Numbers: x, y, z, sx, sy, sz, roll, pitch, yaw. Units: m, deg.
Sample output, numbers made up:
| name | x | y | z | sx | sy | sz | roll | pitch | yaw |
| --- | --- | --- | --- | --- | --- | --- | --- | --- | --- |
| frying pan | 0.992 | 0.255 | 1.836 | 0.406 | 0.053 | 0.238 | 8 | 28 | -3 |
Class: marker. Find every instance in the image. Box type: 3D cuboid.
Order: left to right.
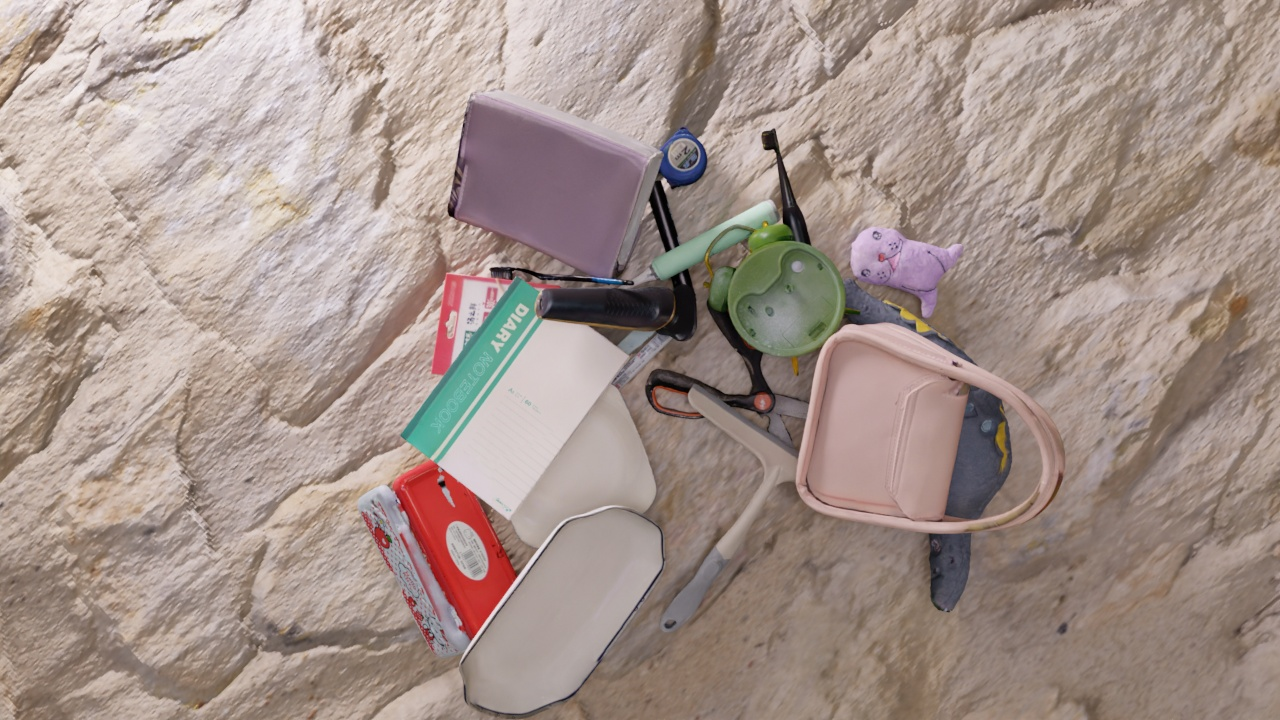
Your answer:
| name | x | y | z | sx | sy | sz | roll | pitch | yaw |
| --- | --- | --- | --- | --- | --- | --- | --- | --- | --- |
| marker | -0.006 | 0.006 | 0.998 | 0.145 | 0.017 | 0.017 | -45 | 87 | 3 |
| marker | 0.031 | -0.130 | 0.993 | 0.022 | 0.020 | 0.132 | -17 | 89 | -16 |

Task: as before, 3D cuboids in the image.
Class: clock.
| name | x | y | z | sx | sy | sz | roll | pitch | yaw |
| --- | --- | --- | --- | --- | --- | --- | --- | --- | --- |
| clock | 0.136 | -0.072 | 0.941 | 0.116 | 0.056 | 0.161 | -45 | 85 | 4 |

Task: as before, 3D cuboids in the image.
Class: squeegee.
| name | x | y | z | sx | sy | sz | roll | pitch | yaw |
| --- | --- | --- | --- | --- | --- | --- | --- | --- | --- |
| squeegee | 0.091 | 0.193 | 0.972 | 0.246 | 0.039 | 0.247 | 34 | 96 | -2 |

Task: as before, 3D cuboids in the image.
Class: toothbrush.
| name | x | y | z | sx | sy | sz | roll | pitch | yaw |
| --- | --- | --- | --- | --- | --- | --- | --- | --- | --- |
| toothbrush | -0.087 | -0.086 | 0.968 | 0.190 | 0.014 | 0.016 | 8 | 92 | 31 |
| toothbrush | 0.045 | -0.109 | 0.969 | 0.224 | 0.027 | 0.026 | -28 | 82 | -2 |
| toothbrush | 0.163 | -0.145 | 0.979 | 0.027 | 0.026 | 0.212 | -14 | 88 | -7 |

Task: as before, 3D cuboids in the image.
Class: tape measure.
| name | x | y | z | sx | sy | sz | roll | pitch | yaw |
| --- | --- | --- | --- | --- | --- | --- | --- | --- | --- |
| tape measure | 0.044 | -0.215 | 0.990 | 0.054 | 0.025 | 0.058 | 44 | 94 | 2 |

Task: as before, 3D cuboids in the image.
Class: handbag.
| name | x | y | z | sx | sy | sz | roll | pitch | yaw |
| --- | --- | --- | --- | --- | --- | --- | --- | --- | --- |
| handbag | -0.091 | -0.184 | 0.963 | 0.197 | 0.098 | 0.145 | 22 | 110 | 5 |
| handbag | 0.273 | 0.076 | 0.865 | 0.234 | 0.093 | 0.193 | 17 | 110 | 36 |

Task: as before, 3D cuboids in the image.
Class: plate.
| name | x | y | z | sx | sy | sz | roll | pitch | yaw |
| --- | --- | --- | --- | --- | --- | --- | --- | --- | --- |
| plate | -0.083 | 0.259 | 0.963 | 0.162 | 0.034 | 0.266 | 32 | 95 | -38 |
| plate | -0.076 | 0.108 | 0.984 | 0.163 | 0.034 | 0.164 | -20 | 100 | 2 |

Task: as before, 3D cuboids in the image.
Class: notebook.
| name | x | y | z | sx | sy | sz | roll | pitch | yaw |
| --- | --- | --- | --- | --- | --- | --- | --- | --- | --- |
| notebook | -0.131 | 0.037 | 0.951 | 0.150 | 0.012 | 0.209 | 35 | 87 | 9 |

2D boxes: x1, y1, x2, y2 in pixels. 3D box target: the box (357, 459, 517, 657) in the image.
| name | x | y | z | sx | sy | sz | roll | pitch | yaw |
| --- | --- | --- | --- | --- | --- | --- | --- | --- | --- |
| box | -0.219 | 0.216 | 1.004 | 0.112 | 0.100 | 0.201 | -27 | 87 | -31 |

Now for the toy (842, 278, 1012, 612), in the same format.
| name | x | y | z | sx | sy | sz | roll | pitch | yaw |
| --- | --- | --- | --- | --- | --- | --- | --- | --- | --- |
| toy | 0.302 | 0.074 | 0.936 | 0.138 | 0.091 | 0.356 | -15 | 85 | 20 |

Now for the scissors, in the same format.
| name | x | y | z | sx | sy | sz | roll | pitch | yaw |
| --- | --- | --- | --- | --- | --- | --- | --- | --- | --- |
| scissors | 0.115 | 0.028 | 0.984 | 0.221 | 0.021 | 0.230 | -4 | 93 | 5 |

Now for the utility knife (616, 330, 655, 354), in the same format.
| name | x | y | z | sx | sy | sz | roll | pitch | yaw |
| --- | --- | --- | --- | --- | --- | --- | --- | --- | --- |
| utility knife | -0.062 | 0.024 | 1.002 | 0.209 | 0.018 | 0.034 | -41 | 87 | 3 |

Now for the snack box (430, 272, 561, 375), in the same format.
| name | x | y | z | sx | sy | sz | roll | pitch | yaw |
| --- | --- | --- | --- | --- | --- | --- | --- | --- | --- |
| snack box | -0.151 | -0.029 | 0.990 | 0.127 | 0.044 | 0.113 | 7 | 84 | 6 |

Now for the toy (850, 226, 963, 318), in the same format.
| name | x | y | z | sx | sy | sz | roll | pitch | yaw |
| --- | --- | --- | --- | --- | --- | --- | --- | --- | --- |
| toy | 0.272 | -0.100 | 0.964 | 0.108 | 0.039 | 0.084 | 21 | 100 | 3 |

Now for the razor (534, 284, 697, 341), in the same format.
| name | x | y | z | sx | sy | sz | roll | pitch | yaw |
| --- | --- | --- | --- | --- | --- | --- | --- | --- | --- |
| razor | -0.024 | -0.052 | 0.943 | 0.167 | 0.068 | 0.062 | 2 | 72 | -16 |
